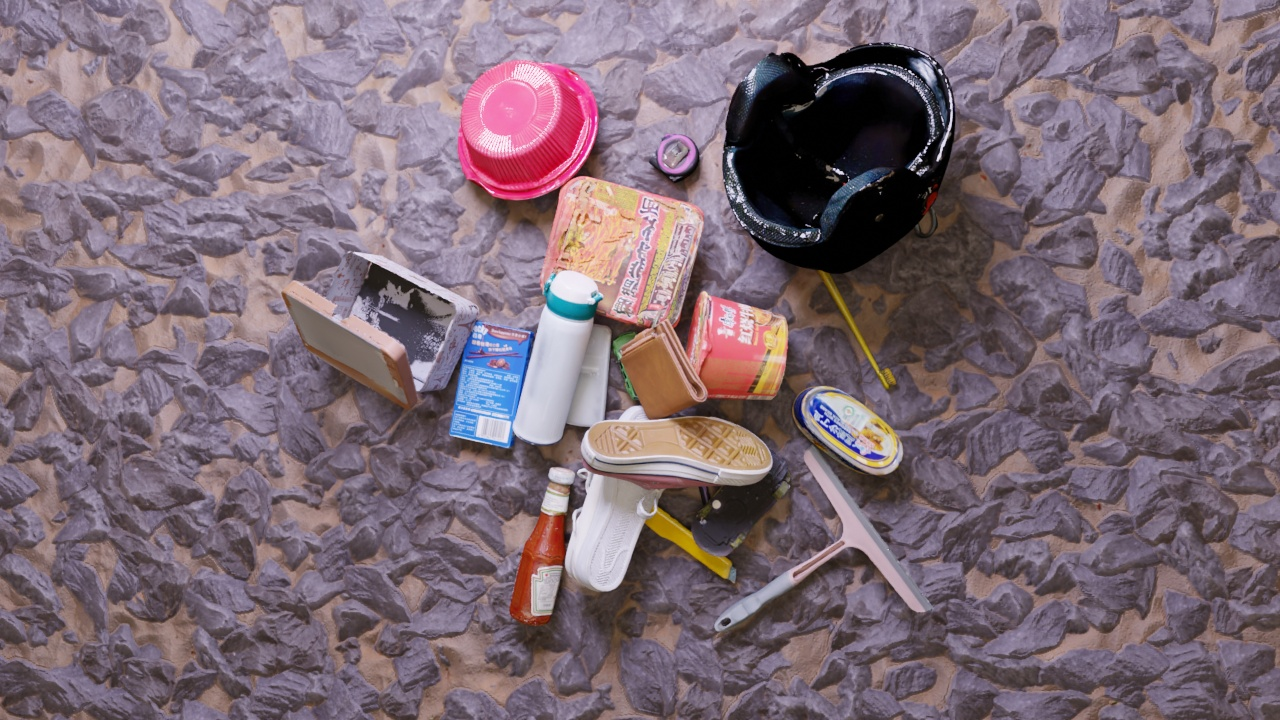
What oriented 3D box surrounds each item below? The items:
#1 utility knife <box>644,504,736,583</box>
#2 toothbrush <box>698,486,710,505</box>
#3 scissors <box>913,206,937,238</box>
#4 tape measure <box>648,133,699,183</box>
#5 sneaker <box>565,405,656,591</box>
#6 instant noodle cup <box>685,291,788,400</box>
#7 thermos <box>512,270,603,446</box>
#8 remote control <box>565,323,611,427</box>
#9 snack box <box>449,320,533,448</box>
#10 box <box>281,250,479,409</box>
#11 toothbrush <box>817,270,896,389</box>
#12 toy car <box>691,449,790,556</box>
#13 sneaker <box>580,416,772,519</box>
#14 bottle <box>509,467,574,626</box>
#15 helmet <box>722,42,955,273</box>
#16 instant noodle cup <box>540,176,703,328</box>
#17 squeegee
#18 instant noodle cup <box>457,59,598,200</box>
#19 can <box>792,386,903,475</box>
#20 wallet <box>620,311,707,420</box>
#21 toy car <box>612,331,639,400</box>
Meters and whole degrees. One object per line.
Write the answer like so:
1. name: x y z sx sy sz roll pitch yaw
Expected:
1. utility knife: 0.062 0.239 1.212 0.164 0.015 0.033 37 115 3
2. toothbrush: 0.084 0.170 1.211 0.014 0.016 0.189 -12 95 16
3. scissors: 0.322 -0.226 1.169 0.175 0.014 0.159 40 93 4
4. tape measure: 0.047 -0.261 1.174 0.057 0.039 0.058 42 95 2
5. sneaker: -0.036 0.176 1.194 0.089 0.091 0.242 26 75 -28
6. instant noodle cup: 0.118 -0.009 1.143 0.108 0.138 0.138 8 94 -5
7. thermos: -0.107 -0.003 1.147 0.073 0.073 0.225 19 117 3
8. remote control: -0.070 0.019 1.207 0.056 0.020 0.136 6 94 15
9. snack box: -0.197 0.031 1.217 0.084 0.026 0.157 11 94 5
10. box: -0.335 -0.040 1.136 0.182 0.181 0.153 26 96 11
11. toothbrush: 0.276 -0.048 1.180 0.016 0.015 0.190 -30 90 1
12. toy car: 0.129 0.183 1.190 0.070 0.042 0.158 42 88 3
13. sneaker: 0.041 0.128 1.139 0.241 0.118 0.088 4 136 -13
14. bottle: -0.125 0.243 1.207 0.060 0.059 0.206 13 94 4
15. helmet: 0.233 -0.230 1.068 0.275 0.230 0.233 -37 64 4
16. instant noodle cup: -0.024 -0.135 1.168 0.189 0.079 0.164 16 94 3
17. squeegee: 0.200 0.280 1.193 0.250 0.040 0.247 -37 74 11
18. instant noodle cup: -0.153 -0.301 1.148 0.194 0.066 0.193 -4 76 15
19. can: 0.263 0.089 1.165 0.148 0.049 0.074 37 85 0
20. wallet: 0.019 0.009 1.115 0.035 0.131 0.119 -22 87 -27
21. toy car: -0.007 0.007 1.197 0.043 0.036 0.091 -19 88 7
